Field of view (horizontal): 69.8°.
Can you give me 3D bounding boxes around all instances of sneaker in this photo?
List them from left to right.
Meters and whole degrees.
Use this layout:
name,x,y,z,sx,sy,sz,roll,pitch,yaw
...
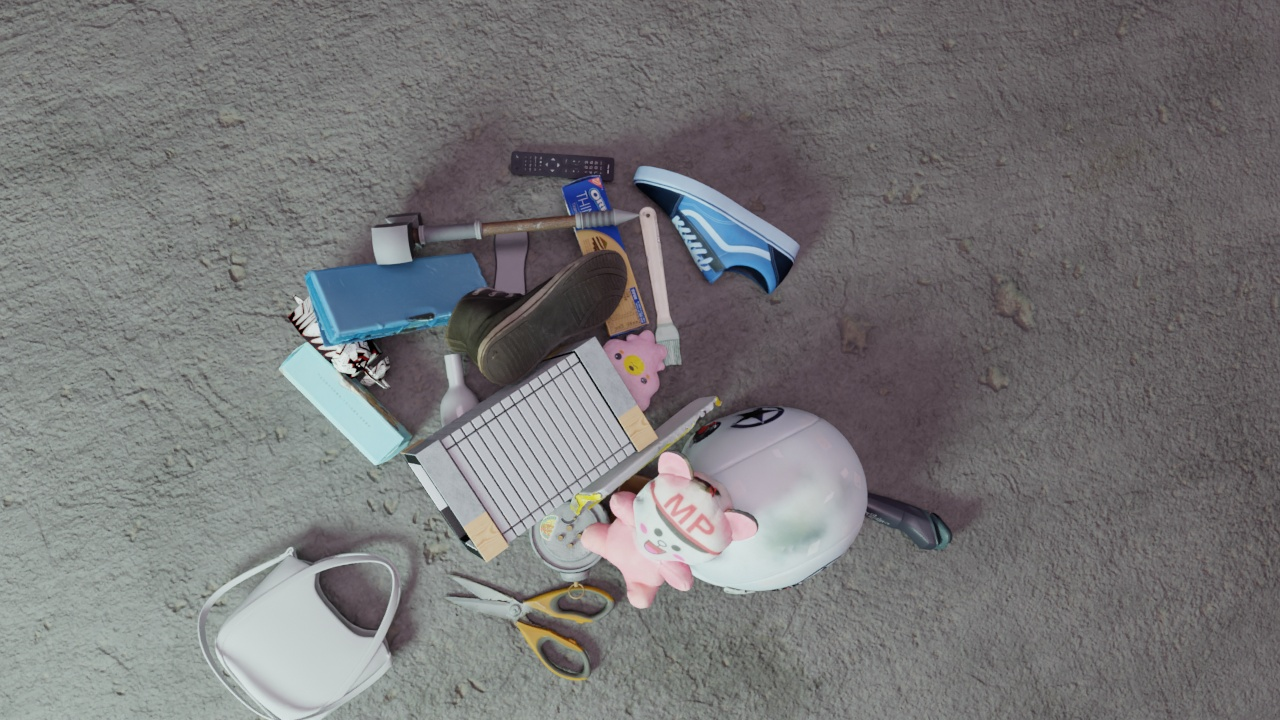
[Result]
name,x,y,z,sx,sy,sz,roll,pitch,yaw
sneaker,-0.126,-0.069,1.133,0.234,0.120,0.095,-42,131,-19
sneaker,0.087,-0.164,1.202,0.241,0.083,0.098,29,85,-6

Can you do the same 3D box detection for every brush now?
name,x,y,z,sx,sy,sz,roll,pitch,yaw
brush,0.025,-0.099,1.229,0.033,0.012,0.217,-8,88,-6

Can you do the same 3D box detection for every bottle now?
name,x,y,z,sx,sy,sz,roll,pitch,yaw
bottle,-0.227,0.089,1.178,0.052,0.052,0.195,-8,89,-6

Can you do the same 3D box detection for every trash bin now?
name,x,y,z,sx,sy,sz,roll,pitch,yaw
trash bin,-0.136,0.102,1.105,0.246,0.143,0.142,-34,98,-20

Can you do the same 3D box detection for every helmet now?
name,x,y,z,sx,sy,sz,roll,pitch,yaw
helmet,0.162,0.178,1.150,0.263,0.164,0.236,-23,90,-11

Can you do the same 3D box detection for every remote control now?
name,x,y,z,sx,sy,sz,roll,pitch,yaw
remote control,-0.172,-0.114,1.212,0.046,0.009,0.124,2,88,-5
remote control,-0.103,-0.257,1.220,0.136,0.015,0.032,3,88,-3

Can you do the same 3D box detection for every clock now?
name,x,y,z,sx,sy,sz,roll,pitch,yaw
clock,-0.358,-0.024,1.135,0.065,0.115,0.154,-45,75,-5
clock,-0.088,0.232,1.182,0.104,0.056,0.148,-5,87,1

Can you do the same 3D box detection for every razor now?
name,x,y,z,sx,sy,sz,roll,pitch,yaw
razor,0.348,0.212,1.233,0.143,0.047,0.052,22,62,-2

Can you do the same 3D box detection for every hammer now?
name,x,y,z,sx,sy,sz,roll,pitch,yaw
hammer,-0.163,-0.166,1.140,0.322,0.156,0.043,-6,106,-4

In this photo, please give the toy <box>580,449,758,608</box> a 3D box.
name,x,y,z,sx,sy,sz,roll,pitch,yaw
toy,0.029,0.198,1.080,0.142,0.084,0.214,49,129,9

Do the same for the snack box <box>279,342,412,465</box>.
name,x,y,z,sx,sy,sz,roll,pitch,yaw
snack box,-0.369,0.054,1.155,0.053,0.075,0.174,-44,92,-6

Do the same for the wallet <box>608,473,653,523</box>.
name,x,y,z,sx,sy,sz,roll,pitch,yaw
wallet,0.021,0.200,1.217,0.121,0.013,0.087,15,91,-5

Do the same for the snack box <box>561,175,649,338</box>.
name,x,y,z,sx,sy,sz,roll,pitch,yaw
snack box,-0.045,-0.135,1.201,0.057,0.056,0.206,-18,90,-3

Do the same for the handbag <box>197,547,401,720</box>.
name,x,y,z,sx,sy,sz,roll,pitch,yaw
handbag,-0.402,0.321,1.137,0.222,0.096,0.216,-43,94,-11

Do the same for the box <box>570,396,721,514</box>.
name,x,y,z,sx,sy,sz,roll,pitch,yaw
box,0.005,0.116,1.136,0.209,0.130,0.038,-35,86,-25

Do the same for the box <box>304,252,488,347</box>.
name,x,y,z,sx,sy,sz,roll,pitch,yaw
box,-0.290,-0.077,1.122,0.230,0.049,0.093,-16,75,-45

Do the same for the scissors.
name,x,y,z,sx,sy,sz,roll,pitch,yaw
scissors,-0.141,0.321,1.197,0.225,0.016,0.162,33,85,-1

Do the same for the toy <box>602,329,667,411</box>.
name,x,y,z,sx,sy,sz,roll,pitch,yaw
toy,-0.007,0.007,1.202,0.093,0.050,0.102,-43,92,-3
